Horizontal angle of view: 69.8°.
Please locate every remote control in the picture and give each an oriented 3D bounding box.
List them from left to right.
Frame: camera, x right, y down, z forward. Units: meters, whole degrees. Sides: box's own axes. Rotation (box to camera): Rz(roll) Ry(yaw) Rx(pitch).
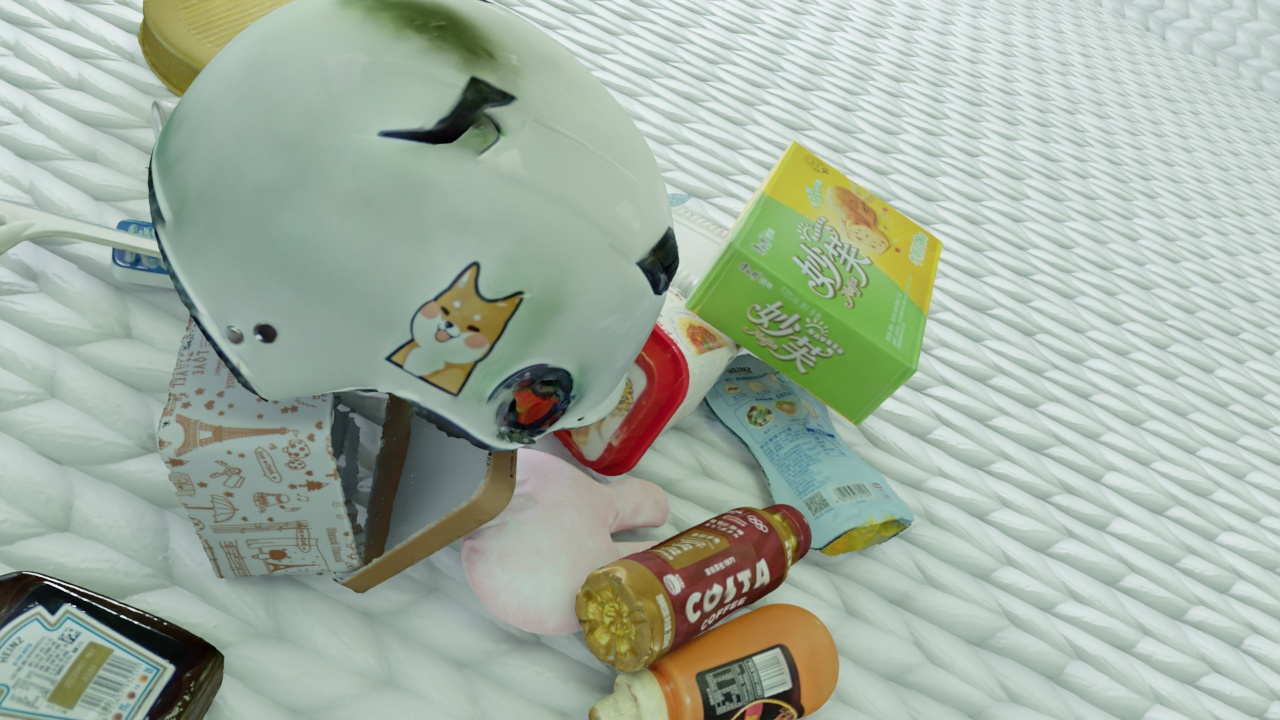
[{"bbox_3d":[-0.288,-0.064,0.625,0.124,0.024,0.049,7,44,-28],"label":"remote control"}]

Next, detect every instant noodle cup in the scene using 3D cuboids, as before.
[{"bbox_3d":[-0.004,0.004,0.654,0.116,0.117,0.124,46,32,20],"label":"instant noodle cup"},{"bbox_3d":[0.027,-0.078,0.767,0.173,0.060,0.137,30,39,17],"label":"instant noodle cup"}]

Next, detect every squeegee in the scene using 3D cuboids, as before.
[{"bbox_3d":[-0.392,-0.019,0.496,0.246,0.039,0.245,15,47,2],"label":"squeegee"}]

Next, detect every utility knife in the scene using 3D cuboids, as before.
[{"bbox_3d":[-0.064,-0.137,0.771,0.216,0.022,0.030,8,48,8],"label":"utility knife"}]

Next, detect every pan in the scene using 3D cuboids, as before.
[{"bbox_3d":[-0.291,-0.316,0.866,0.198,0.078,0.356,38,48,7],"label":"pan"}]

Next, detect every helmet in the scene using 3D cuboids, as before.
[{"bbox_3d":[-0.082,-0.088,0.455,0.273,0.157,0.229,14,44,-34],"label":"helmet"}]

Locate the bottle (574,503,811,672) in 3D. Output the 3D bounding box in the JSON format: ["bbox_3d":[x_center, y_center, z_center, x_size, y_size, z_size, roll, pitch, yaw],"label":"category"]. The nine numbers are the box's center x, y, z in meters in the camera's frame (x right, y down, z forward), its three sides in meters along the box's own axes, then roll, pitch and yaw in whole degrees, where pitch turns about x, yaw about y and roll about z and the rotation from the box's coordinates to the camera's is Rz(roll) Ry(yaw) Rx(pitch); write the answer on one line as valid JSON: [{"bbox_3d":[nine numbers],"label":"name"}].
[{"bbox_3d":[0.041,0.127,0.549,0.174,0.058,0.057,-12,54,-48],"label":"bottle"}]

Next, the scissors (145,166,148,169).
[{"bbox_3d":[-0.266,-0.108,0.672,0.159,0.014,0.178,33,33,12],"label":"scissors"}]

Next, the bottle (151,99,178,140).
[{"bbox_3d":[-0.277,-0.187,0.722,0.189,0.068,0.068,-13,55,-37],"label":"bottle"}]

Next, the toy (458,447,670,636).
[{"bbox_3d":[-0.040,0.109,0.561,0.159,0.054,0.121,11,47,-35],"label":"toy"}]

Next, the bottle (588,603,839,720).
[{"bbox_3d":[0.040,0.186,0.526,0.149,0.067,0.066,-9,53,-25],"label":"bottle"}]

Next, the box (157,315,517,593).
[{"bbox_3d":[-0.145,0.023,0.519,0.174,0.152,0.182,-3,48,-7],"label":"box"}]

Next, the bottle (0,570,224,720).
[{"bbox_3d":[-0.295,0.130,0.410,0.195,0.044,0.079,23,41,-5],"label":"bottle"}]

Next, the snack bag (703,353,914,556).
[{"bbox_3d":[0.120,0.062,0.708,0.110,0.039,0.191,-13,50,-27],"label":"snack bag"}]

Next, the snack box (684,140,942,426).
[{"bbox_3d":[0.143,-0.069,0.713,0.157,0.070,0.209,34,39,-1],"label":"snack box"}]
